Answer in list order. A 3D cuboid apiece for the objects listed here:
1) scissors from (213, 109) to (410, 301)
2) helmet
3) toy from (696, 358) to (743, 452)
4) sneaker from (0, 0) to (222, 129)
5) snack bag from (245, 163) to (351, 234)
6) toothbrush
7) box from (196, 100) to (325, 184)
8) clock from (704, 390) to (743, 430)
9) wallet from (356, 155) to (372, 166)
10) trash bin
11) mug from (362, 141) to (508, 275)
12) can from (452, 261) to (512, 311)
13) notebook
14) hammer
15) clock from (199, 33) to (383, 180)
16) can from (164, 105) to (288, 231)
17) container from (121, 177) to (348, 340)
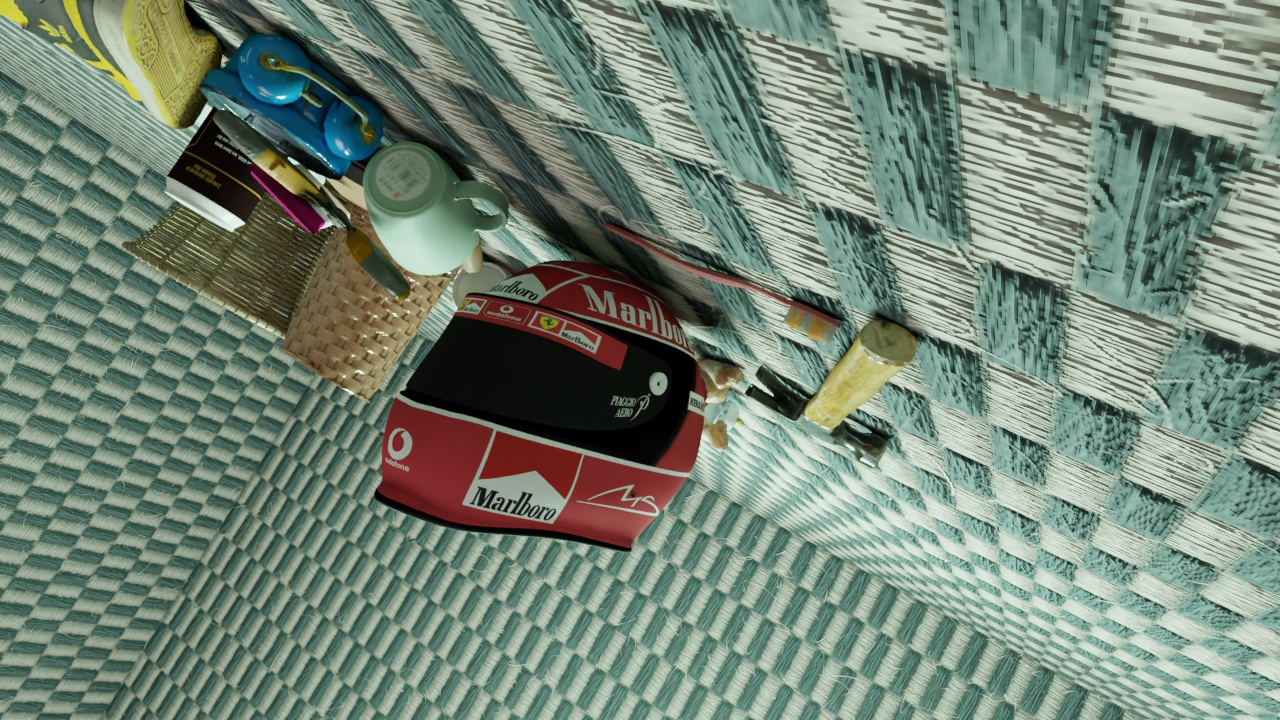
[{"bbox_3d":[-0.243,-0.118,0.705,0.226,0.016,0.225,47,177,-40],"label":"scissors"},{"bbox_3d":[-0.065,0.029,0.753,0.198,0.224,0.270,12,174,45],"label":"helmet"},{"bbox_3d":[0.064,0.038,0.919,0.074,0.085,0.106,-1,-168,3],"label":"toy"},{"bbox_3d":[-0.400,-0.254,0.689,0.122,0.086,0.239,25,169,-12],"label":"sneaker"},{"bbox_3d":[-0.284,-0.139,0.776,0.070,0.016,0.196,49,-179,-16],"label":"snack bag"},{"bbox_3d":[0.047,-0.056,0.610,0.184,0.015,0.015,28,178,24],"label":"toothbrush"},{"bbox_3d":[-0.393,-0.239,0.891,0.199,0.070,0.085,32,-169,-6],"label":"box"},{"bbox_3d":[0.064,0.045,1.018,0.117,0.057,0.083,25,174,-21],"label":"clock"},{"bbox_3d":[-0.233,-0.168,0.897,0.121,0.013,0.087,35,173,-41],"label":"wallet"},{"bbox_3d":[-0.322,-0.076,1.077,0.151,0.210,0.151,30,172,5],"label":"trash bin"},{"bbox_3d":[-0.162,-0.124,0.735,0.111,0.084,0.104,2,166,-1],"label":"mug"},{"bbox_3d":[-0.171,-0.064,1.085,0.078,0.078,0.136,28,172,11],"label":"can"},{"bbox_3d":[-0.233,-0.144,0.910,0.169,0.022,0.210,30,175,-8],"label":"notebook"},{"bbox_3d":[0.149,0.023,0.682,0.132,0.033,0.330,29,171,9],"label":"hammer"},{"bbox_3d":[-0.256,-0.190,0.688,0.116,0.060,0.162,37,167,-39],"label":"clock"},{"bbox_3d":[-0.349,-0.183,0.799,0.072,0.128,0.072,29,172,4],"label":"can"},{"bbox_3d":[-0.468,-0.158,1.123,0.227,0.196,0.227,29,172,4],"label":"container"}]
